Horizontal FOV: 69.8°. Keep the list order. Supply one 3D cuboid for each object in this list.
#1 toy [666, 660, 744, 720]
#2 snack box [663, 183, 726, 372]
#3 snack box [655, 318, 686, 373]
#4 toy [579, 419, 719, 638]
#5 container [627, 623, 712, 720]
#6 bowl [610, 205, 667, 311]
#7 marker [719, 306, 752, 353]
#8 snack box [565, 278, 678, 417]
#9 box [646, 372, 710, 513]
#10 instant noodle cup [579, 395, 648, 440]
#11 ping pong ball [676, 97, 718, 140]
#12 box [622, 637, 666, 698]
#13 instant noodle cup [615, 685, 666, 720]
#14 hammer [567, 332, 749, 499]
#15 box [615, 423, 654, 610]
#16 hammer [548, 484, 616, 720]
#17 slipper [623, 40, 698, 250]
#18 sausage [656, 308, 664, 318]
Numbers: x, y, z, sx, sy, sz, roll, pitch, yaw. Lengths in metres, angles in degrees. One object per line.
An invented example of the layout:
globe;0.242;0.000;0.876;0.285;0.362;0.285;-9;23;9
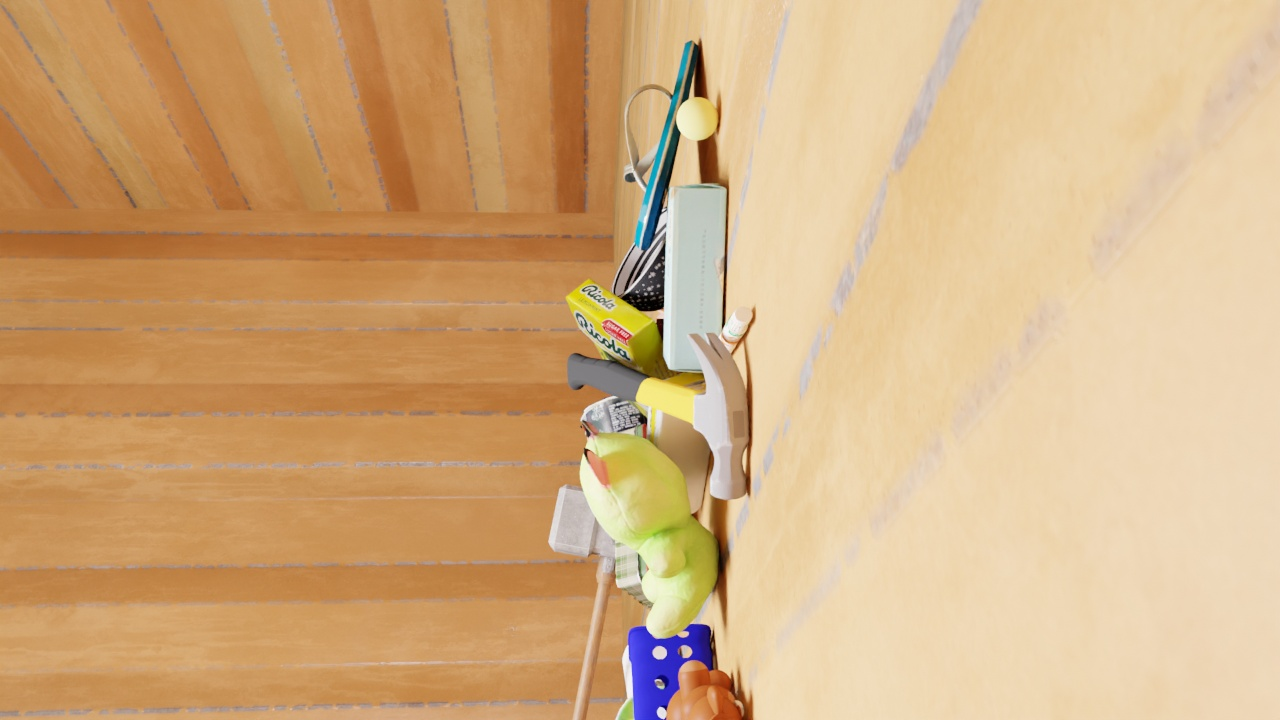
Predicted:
toy;0.062;0.294;0.748;0.128;0.065;0.095;133;130;-72
snack box;0.050;-0.079;0.870;0.075;0.053;0.175;-109;20;-80
snack box;0.039;-0.009;1.045;0.141;0.051;0.031;102;168;-72
toy;0.009;0.148;0.872;0.150;0.107;0.197;-103;-5;-81
container;0.033;0.332;0.905;0.085;0.084;0.113;91;176;-48
bowl;0.028;-0.101;0.999;0.120;0.066;0.120;-51;18;24
marker;0.074;-0.018;0.769;0.146;0.017;0.017;104;165;-76
snack box;-0.006;0.006;0.998;0.121;0.045;0.181;37;161;44
box;0.039;0.095;0.937;0.210;0.064;0.037;94;152;-46
instant noodle cup;-0.008;0.117;1.237;0.137;0.137;0.112;98;163;-65
ping pong ball;0.055;-0.232;0.882;0.040;0.040;0.040;177;93;-86
box;0.019;0.399;1.166;0.155;0.084;0.126;-105;22;-71
instant noodle cup;0.025;0.401;1.005;0.108;0.099;0.098;70;-161;-78
hammer;0.002;0.027;0.852;0.324;0.029;0.127;16;108;61
box;0.016;0.185;1.067;0.117;0.051;0.205;50;-152;-44
hammer;-0.055;0.333;1.180;0.083;0.163;0.317;103;178;-74
slipper;0.012;-0.232;0.975;0.118;0.060;0.294;97;-175;-55
sausage;0.036;-0.025;1.137;0.039;0.044;0.164;-140;50;-79
